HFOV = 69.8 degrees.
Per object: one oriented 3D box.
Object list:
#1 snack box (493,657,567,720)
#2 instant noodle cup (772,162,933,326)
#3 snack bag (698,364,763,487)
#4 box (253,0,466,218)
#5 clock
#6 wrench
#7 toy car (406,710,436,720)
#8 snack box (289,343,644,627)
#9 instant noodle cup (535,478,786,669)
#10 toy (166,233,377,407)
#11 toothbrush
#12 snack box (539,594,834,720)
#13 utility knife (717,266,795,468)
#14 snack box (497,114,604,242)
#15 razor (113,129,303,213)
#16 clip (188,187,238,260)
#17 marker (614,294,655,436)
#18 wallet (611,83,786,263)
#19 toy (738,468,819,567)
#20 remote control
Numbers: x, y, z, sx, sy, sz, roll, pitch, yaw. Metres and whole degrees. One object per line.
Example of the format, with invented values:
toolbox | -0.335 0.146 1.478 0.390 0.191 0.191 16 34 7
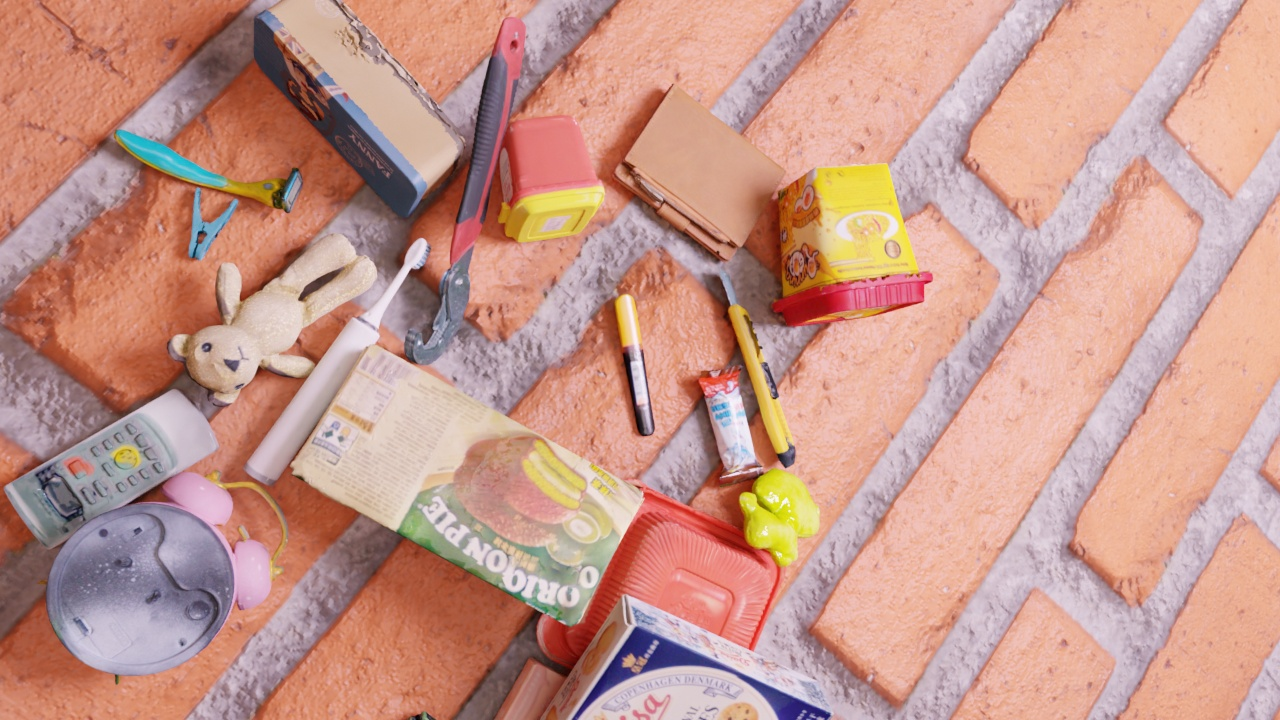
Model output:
snack box | -0.044 0.318 0.751 0.157 0.026 0.084 33 78 -12
instant noodle cup | 0.176 -0.100 0.800 0.116 0.116 0.123 -7 86 -17
snack bag | 0.079 0.057 0.805 0.048 0.026 0.104 -11 89 -26
box | -0.209 -0.193 0.702 0.063 0.090 0.184 -44 98 -21
clock | -0.333 0.148 0.658 0.158 0.060 0.117 -34 95 -15
wrench | -0.130 -0.124 0.704 0.016 0.056 0.274 23 104 20
toy car | -0.154 0.313 0.710 0.036 0.043 0.091 -37 98 -17
snack box | -0.128 0.094 0.698 0.240 0.063 0.114 28 79 -1
instant noodle cup | 0.027 0.201 0.754 0.188 0.079 0.164 26 79 -12
toy | -0.269 -0.034 0.686 0.157 0.066 0.105 -43 120 -21
toothbrush | -0.229 -0.003 0.706 0.027 0.026 0.221 31 82 17
snack box | 0.021 0.290 0.699 0.182 0.045 0.178 28 105 -14
utility knife | 0.104 0.005 0.815 0.015 0.033 0.190 -18 93 26
snack box | -0.078 -0.147 0.740 0.082 0.091 0.080 -12 83 -17
razor | -0.328 -0.145 0.695 0.132 0.028 0.043 17 46 -16
clip | -0.331 -0.103 0.699 0.034 0.013 0.055 14 83 -15
marker | -0.005 0.005 0.791 0.018 0.015 0.124 -11 92 -16
wallet | 0.053 -0.165 0.810 0.132 0.031 0.107 34 74 -12
toy | 0.120 0.130 0.789 0.096 0.031 0.099 38 40 -23
remote control | -0.381 0.077 0.668 0.135 0.019 0.056 -33 96 -16
